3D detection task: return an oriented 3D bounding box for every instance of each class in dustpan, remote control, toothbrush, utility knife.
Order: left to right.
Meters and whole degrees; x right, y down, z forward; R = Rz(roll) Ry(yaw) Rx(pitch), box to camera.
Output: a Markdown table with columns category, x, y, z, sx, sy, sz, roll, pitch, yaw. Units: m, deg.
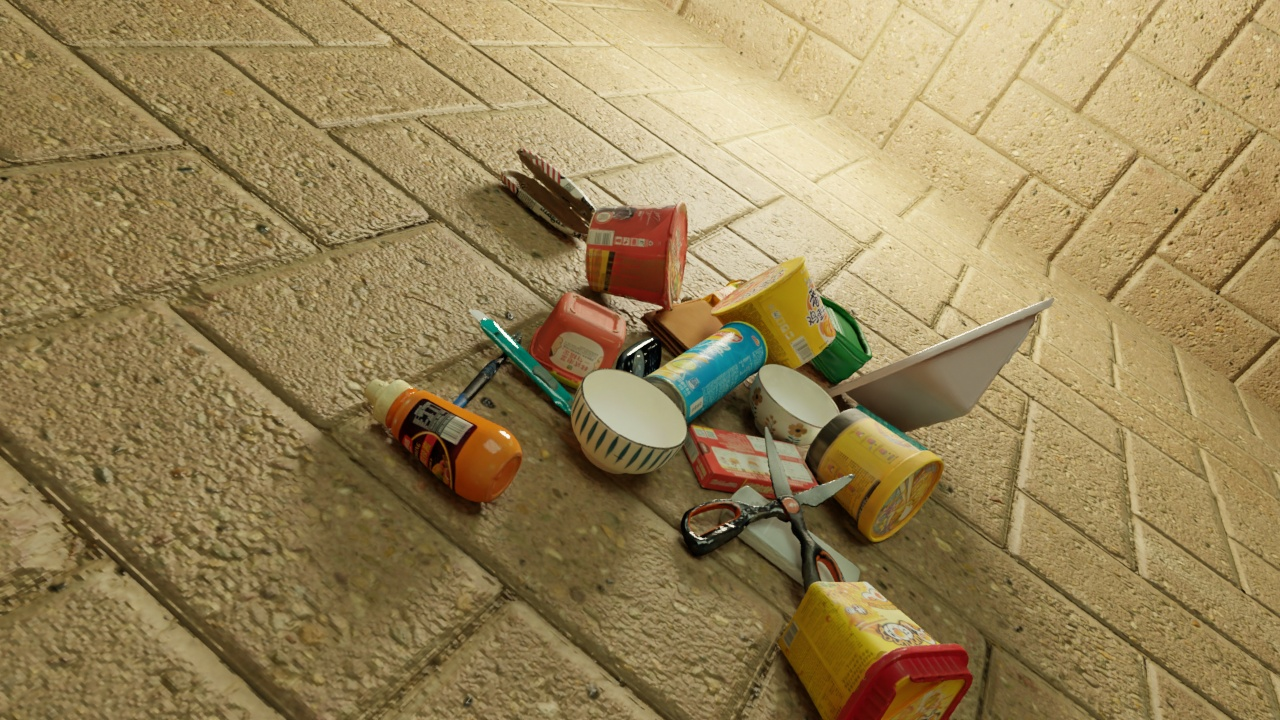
| category | x | y | z | sx | sy | sz | roll | pitch | yaw |
| --- | --- | --- | --- | --- | --- | --- | --- | --- | --- |
| toothbrush | -0.154 | 0.013 | 0.913 | 0.014 | 0.016 | 0.189 | 31 | 30 | 0 |
| utility knife | -0.115 | 0.004 | 0.943 | 0.166 | 0.013 | 0.029 | 44 | 28 | 2 |
| remote control | -0.006 | 0.006 | 1.029 | 0.024 | 0.053 | 0.136 | 8 | 15 | 18 |
| remote control | 0.149 | 0.187 | 0.922 | 0.150 | 0.021 | 0.058 | 36 | 37 | 10 |
| dustpan | 0.379 | -0.012 | 1.226 | 0.139 | 0.223 | 0.272 | 42 | 65 | -4 |

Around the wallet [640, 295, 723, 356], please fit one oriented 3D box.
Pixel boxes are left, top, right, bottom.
| category | x | y | z | sx | sy | sz | roll | pitch | yaw |
| --- | --- | --- | --- | --- | --- | --- | --- | --- | --- |
| wallet | 0.073 | -0.037 | 1.193 | 0.108 | 0.031 | 0.131 | 45 | 31 | 17 |

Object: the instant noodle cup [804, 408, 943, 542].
| category | x | y | z | sx | sy | sz | roll | pitch | yaw |
| --- | --- | --- | --- | --- | --- | --- | --- | --- | --- |
| instant noodle cup | 0.259 | 0.124 | 1.040 | 0.118 | 0.119 | 0.114 | -3 | 36 | -46 |

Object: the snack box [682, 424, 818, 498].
| category | x | y | z | sx | sy | sz | roll | pitch | yaw |
| --- | --- | --- | --- | --- | --- | --- | --- | --- | --- |
| snack box | 0.121 | 0.115 | 1.007 | 0.152 | 0.026 | 0.075 | 13 | 34 | -31 |

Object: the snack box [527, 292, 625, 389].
| category | x | y | z | sx | sy | sz | roll | pitch | yaw |
| --- | --- | --- | --- | --- | --- | --- | --- | --- | --- |
| snack box | -0.065 | -0.019 | 0.982 | 0.091 | 0.080 | 0.081 | 25 | 30 | -12 |

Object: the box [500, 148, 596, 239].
| category | x | y | z | sx | sy | sz | roll | pitch | yaw |
| --- | --- | --- | --- | --- | --- | --- | --- | --- | --- |
| box | -0.130 | -0.222 | 1.283 | 0.163 | 0.082 | 0.075 | 39 | -4 | 16 |

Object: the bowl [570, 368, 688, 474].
| category | x | y | z | sx | sy | sz | roll | pitch | yaw |
| --- | --- | --- | --- | --- | --- | --- | --- | --- | --- |
| bowl | -0.019 | 0.069 | 0.903 | 0.116 | 0.066 | 0.116 | 23 | 29 | -14 |

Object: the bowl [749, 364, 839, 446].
| category | x | y | z | sx | sy | sz | roll | pitch | yaw |
| --- | --- | --- | --- | --- | --- | --- | --- | --- | --- |
| bowl | 0.175 | 0.063 | 1.102 | 0.113 | 0.062 | 0.113 | 25 | 28 | -15 |

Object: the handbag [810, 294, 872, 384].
| category | x | y | z | sx | sy | sz | roll | pitch | yaw |
| --- | --- | --- | --- | --- | --- | --- | --- | --- | --- |
| handbag | 0.267 | -0.039 | 1.315 | 0.120 | 0.068 | 0.131 | 39 | 25 | -28 |

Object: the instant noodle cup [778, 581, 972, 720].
| category | x | y | z | sx | sy | sz | roll | pitch | yaw |
| --- | --- | --- | --- | --- | --- | --- | --- | --- | --- |
| instant noodle cup | 0.190 | 0.256 | 0.776 | 0.116 | 0.116 | 0.123 | 9 | 24 | -34 |

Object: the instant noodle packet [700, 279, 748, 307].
| category | x | y | z | sx | sy | sz | roll | pitch | yaw |
| --- | --- | --- | --- | --- | --- | --- | --- | --- | --- |
| instant noodle packet | 0.147 | -0.070 | 1.304 | 0.111 | 0.044 | 0.128 | 37 | 29 | 15 |

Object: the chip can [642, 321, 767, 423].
| category | x | y | z | sx | sy | sz | roll | pitch | yaw |
| --- | --- | --- | --- | --- | --- | --- | --- | --- | --- |
| chip can | 0.070 | 0.017 | 1.047 | 0.071 | 0.071 | 0.209 | 40 | 35 | 15 |

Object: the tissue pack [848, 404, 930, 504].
| category | x | y | z | sx | sy | sz | roll | pitch | yaw |
| --- | --- | --- | --- | --- | --- | --- | --- | --- | --- |
| tissue pack | 0.307 | 0.119 | 1.153 | 0.133 | 0.050 | 0.093 | 33 | 27 | 2 |

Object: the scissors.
| category | x | y | z | sx | sy | sz | roll | pitch | yaw |
| --- | --- | --- | --- | --- | --- | --- | --- | --- | --- |
| scissors | 0.144 | 0.160 | 0.907 | 0.233 | 0.022 | 0.220 | -10 | 56 | -30 |

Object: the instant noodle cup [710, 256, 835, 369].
| category | x | y | z | sx | sy | sz | roll | pitch | yaw |
| --- | --- | --- | --- | --- | --- | --- | --- | --- | --- |
| instant noodle cup | 0.177 | -0.052 | 1.177 | 0.110 | 0.138 | 0.137 | 57 | 27 | -10 |

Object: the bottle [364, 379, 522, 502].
| category | x | y | z | sx | sy | sz | roll | pitch | yaw |
| --- | --- | --- | --- | --- | --- | --- | --- | --- | --- |
| bottle | -0.174 | 0.060 | 0.779 | 0.149 | 0.067 | 0.066 | 31 | 28 | 14 |

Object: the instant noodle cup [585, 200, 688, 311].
| category | x | y | z | sx | sy | sz | roll | pitch | yaw |
| --- | --- | --- | --- | --- | --- | --- | --- | --- | --- |
| instant noodle cup | -0.004 | -0.138 | 1.157 | 0.109 | 0.138 | 0.137 | 7 | 27 | 11 |
